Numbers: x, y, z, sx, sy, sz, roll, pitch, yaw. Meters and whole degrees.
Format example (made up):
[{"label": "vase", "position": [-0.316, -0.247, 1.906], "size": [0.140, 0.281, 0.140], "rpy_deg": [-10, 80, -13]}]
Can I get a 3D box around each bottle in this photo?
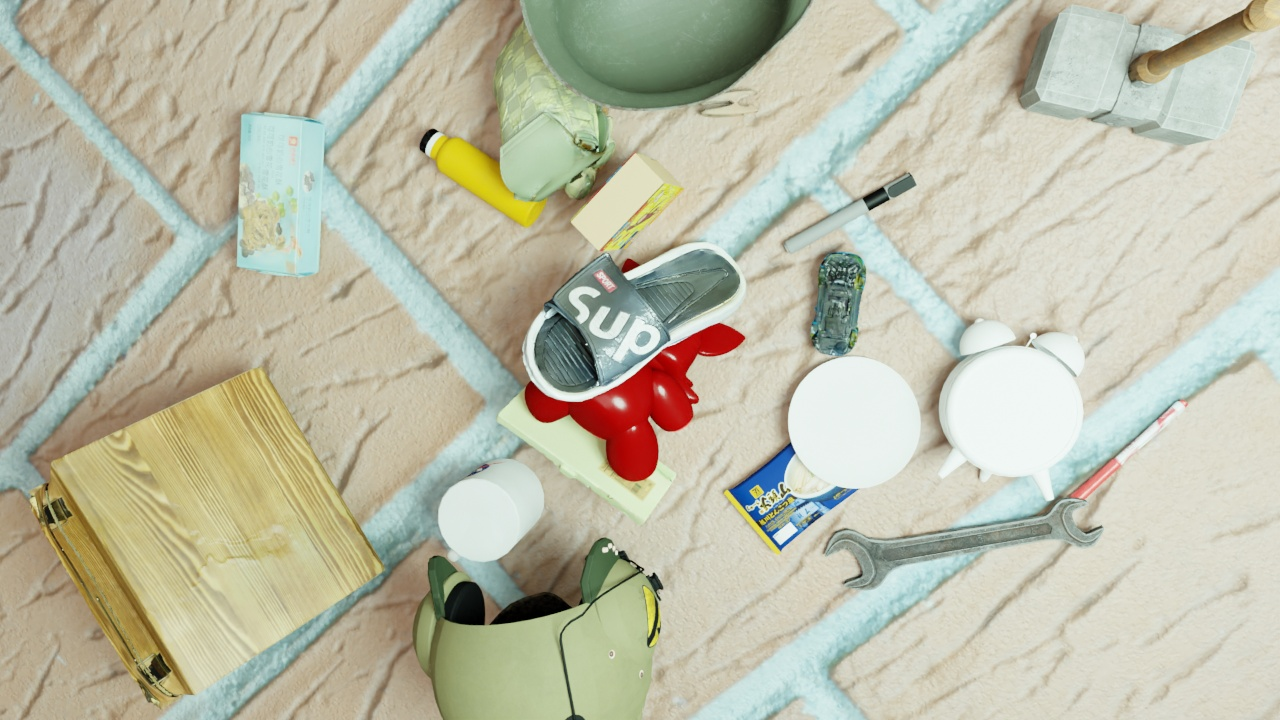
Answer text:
[{"label": "bottle", "position": [-0.170, -0.198, 0.981], "size": [0.143, 0.043, 0.043], "rpy_deg": [34, 103, 5]}]

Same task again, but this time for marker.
[{"label": "marker", "position": [0.483, 0.091, 0.907], "size": [0.013, 0.012, 0.142], "rpy_deg": [43, 104, 3]}, {"label": "marker", "position": [0.210, -0.147, 0.924], "size": [0.141, 0.016, 0.016], "rpy_deg": [-29, 92, 14]}]

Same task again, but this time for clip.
[{"label": "clip", "position": [0.091, -0.256, 0.930], "size": [0.061, 0.025, 0.049], "rpy_deg": [-38, 94, 7]}]

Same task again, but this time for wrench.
[{"label": "wrench", "position": [0.329, 0.188, 0.947], "size": [0.274, 0.010, 0.070], "rpy_deg": [-14, 97, 16]}]

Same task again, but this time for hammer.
[{"label": "hammer", "position": [0.418, -0.238, 0.712], "size": [0.163, 0.317, 0.083], "rpy_deg": [16, 101, 9]}]

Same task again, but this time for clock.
[{"label": "clock", "position": [0.361, 0.046, 0.903], "size": [0.125, 0.072, 0.161], "rpy_deg": [12, 94, 10]}]

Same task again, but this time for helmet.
[{"label": "helmet", "position": [0.034, -0.339, 0.859], "size": [0.268, 0.153, 0.227], "rpy_deg": [-20, 93, 7]}, {"label": "helmet", "position": [-0.093, 0.290, 0.920], "size": [0.250, 0.255, 0.233], "rpy_deg": [-9, 93, 14]}]

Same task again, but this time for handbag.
[{"label": "handbag", "position": [-0.081, -0.252, 0.925], "size": [0.113, 0.116, 0.186], "rpy_deg": [-25, 68, 40]}]

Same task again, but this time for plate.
[{"label": "plate", "position": [0.219, 0.063, 0.944], "size": [0.134, 0.011, 0.134], "rpy_deg": [0, 85, 1]}]

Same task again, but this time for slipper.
[{"label": "slipper", "position": [0.000, -0.053, 0.876], "size": [0.111, 0.263, 0.063], "rpy_deg": [52, 146, 18]}]

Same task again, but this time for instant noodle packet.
[{"label": "instant noodle packet", "position": [0.167, 0.133, 0.971], "size": [0.134, 0.026, 0.087], "rpy_deg": [-42, 86, 14]}]

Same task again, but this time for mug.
[{"label": "mug", "position": [-0.172, 0.174, 1.014], "size": [0.091, 0.090, 0.121], "rpy_deg": [39, 104, 4]}]

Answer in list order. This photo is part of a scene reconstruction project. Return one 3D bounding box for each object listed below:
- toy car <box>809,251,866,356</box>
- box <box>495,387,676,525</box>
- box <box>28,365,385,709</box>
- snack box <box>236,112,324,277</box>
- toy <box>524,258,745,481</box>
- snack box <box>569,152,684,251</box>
[{"label": "toy car", "position": [0.200, -0.058, 0.932], "size": [0.048, 0.032, 0.105], "rpy_deg": [6, 105, 10]}, {"label": "box", "position": [-0.063, 0.105, 0.974], "size": [0.188, 0.097, 0.082], "rpy_deg": [36, 138, 7]}, {"label": "box", "position": [-0.535, 0.226, 1.073], "size": [0.337, 0.285, 0.279], "rpy_deg": [-26, 94, 52]}, {"label": "snack box", "position": [-0.402, -0.185, 1.026], "size": [0.075, 0.053, 0.175], "rpy_deg": [8, 101, 9]}, {"label": "toy", "position": [-0.006, 0.006, 0.938], "size": [0.158, 0.121, 0.196], "rpy_deg": [33, 62, 7]}, {"label": "snack box", "position": [-0.010, -0.156, 0.912], "size": [0.040, 0.125, 0.088], "rpy_deg": [46, 104, 2]}]
